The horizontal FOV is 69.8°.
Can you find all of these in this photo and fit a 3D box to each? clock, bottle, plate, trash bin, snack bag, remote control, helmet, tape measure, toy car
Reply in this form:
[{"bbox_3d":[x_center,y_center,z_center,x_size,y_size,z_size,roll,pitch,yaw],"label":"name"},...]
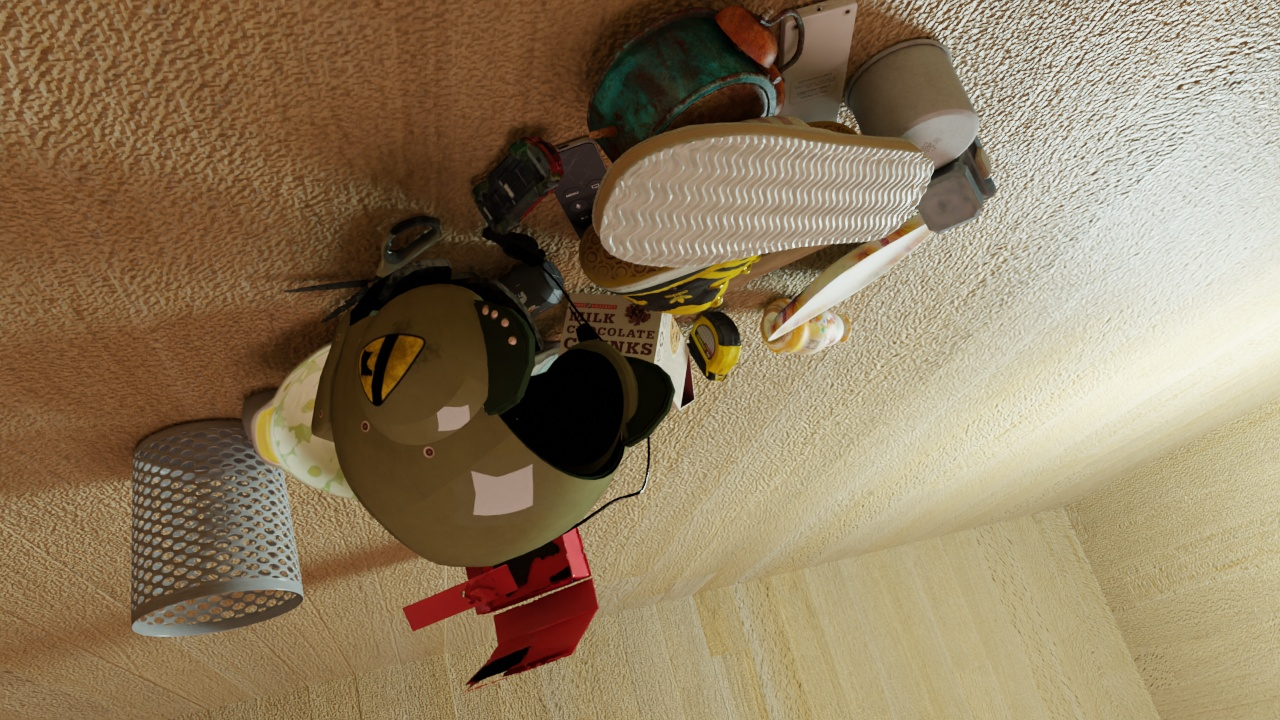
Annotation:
[{"bbox_3d":[0.039,-0.180,0.612,0.158,0.073,0.121,-35,160,4],"label":"clock"},{"bbox_3d":[-0.120,-0.051,0.828,0.113,0.047,0.047,-28,154,26],"label":"bottle"},{"bbox_3d":[0.216,-0.090,0.917,0.186,0.016,0.187,-29,170,-26],"label":"plate"},{"bbox_3d":[-0.441,0.172,0.949,0.156,0.183,0.157,-13,157,-6],"label":"trash bin"},{"bbox_3d":[-0.006,0.006,0.959,0.094,0.069,0.206,5,161,15],"label":"snack bag"},{"bbox_3d":[-0.042,-0.132,0.745,0.045,0.008,0.147,-18,157,5],"label":"remote control"},{"bbox_3d":[0.126,-0.210,0.673,0.050,0.011,0.136,-16,157,-1],"label":"remote control"},{"bbox_3d":[0.189,-0.037,1.039,0.109,0.063,0.063,2,151,-35],"label":"bottle"},{"bbox_3d":[-0.126,0.023,0.696,0.233,0.255,0.250,-32,152,24],"label":"helmet"},{"bbox_3d":[0.084,-0.019,1.009,0.037,0.065,0.064,-2,131,-32],"label":"tape measure"},{"bbox_3d":[-0.089,-0.129,0.679,0.036,0.042,0.091,-36,180,-40],"label":"toy car"}]

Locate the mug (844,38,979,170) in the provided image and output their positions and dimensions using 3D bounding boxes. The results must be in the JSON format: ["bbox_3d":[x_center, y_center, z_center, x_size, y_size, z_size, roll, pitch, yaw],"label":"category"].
[{"bbox_3d":[0.217,-0.188,0.709,0.113,0.070,0.085,10,146,-43],"label":"mug"}]

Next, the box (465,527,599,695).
[{"bbox_3d":[-0.176,0.430,1.473,0.212,0.377,0.124,-25,139,22],"label":"box"}]

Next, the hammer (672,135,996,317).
[{"bbox_3d":[0.156,-0.110,0.834,0.324,0.051,0.117,-23,-159,33],"label":"hammer"}]

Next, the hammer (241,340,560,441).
[{"bbox_3d":[-0.234,0.032,0.959,0.322,0.043,0.156,-19,157,0],"label":"hammer"}]

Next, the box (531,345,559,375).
[{"bbox_3d":[-0.137,0.056,0.965,0.122,0.078,0.198,-43,-176,-32],"label":"box"}]

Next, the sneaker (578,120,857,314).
[{"bbox_3d":[0.077,-0.108,0.765,0.239,0.086,0.122,-20,162,14],"label":"sneaker"}]

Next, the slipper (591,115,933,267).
[{"bbox_3d":[0.085,-0.117,0.626,0.262,0.052,0.115,-7,139,-28],"label":"slipper"}]

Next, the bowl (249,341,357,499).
[{"bbox_3d":[-0.255,0.042,0.877,0.219,0.060,0.189,-9,125,-19],"label":"bowl"}]

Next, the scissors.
[{"bbox_3d":[-0.206,-0.070,0.773,0.157,0.012,0.171,9,147,-44],"label":"scissors"}]
